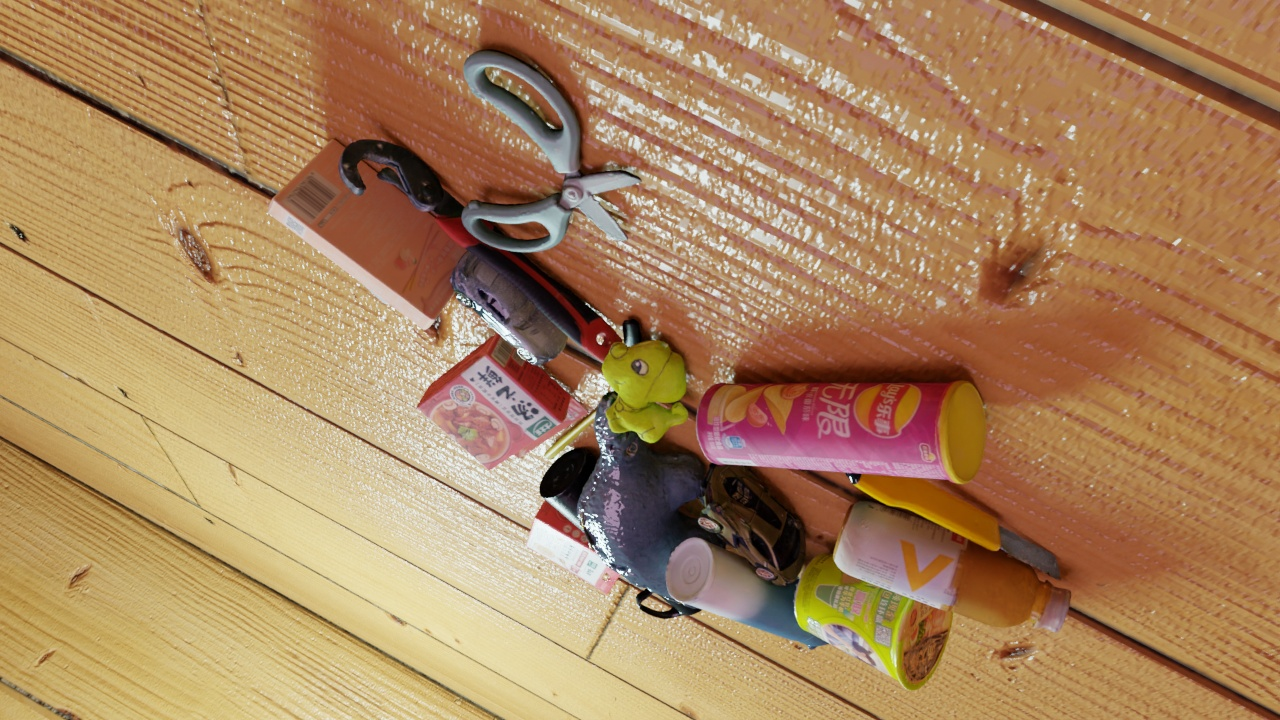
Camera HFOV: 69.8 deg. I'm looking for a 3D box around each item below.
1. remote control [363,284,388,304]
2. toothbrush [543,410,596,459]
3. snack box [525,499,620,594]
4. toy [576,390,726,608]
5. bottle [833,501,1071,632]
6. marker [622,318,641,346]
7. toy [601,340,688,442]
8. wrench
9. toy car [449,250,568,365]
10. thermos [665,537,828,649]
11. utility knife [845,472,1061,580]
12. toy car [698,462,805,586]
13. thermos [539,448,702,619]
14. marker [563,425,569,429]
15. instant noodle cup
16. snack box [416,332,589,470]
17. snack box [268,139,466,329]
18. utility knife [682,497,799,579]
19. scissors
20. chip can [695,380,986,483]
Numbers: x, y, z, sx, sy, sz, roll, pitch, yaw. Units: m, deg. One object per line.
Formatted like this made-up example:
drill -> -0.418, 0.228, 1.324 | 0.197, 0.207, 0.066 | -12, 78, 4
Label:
remote control -> -0.224, -0.085, 0.859 | 0.136, 0.020, 0.056 | -12, 130, 48
toothbrush -> -0.063, 0.075, 0.954 | 0.016, 0.015, 0.191 | 48, 147, -1
snack box -> -0.077, 0.233, 1.166 | 0.127, 0.044, 0.113 | 30, 148, 3
toy -> 0.012, 0.164, 0.933 | 0.138, 0.091, 0.356 | -13, 127, 22
bottle -> 0.263, 0.179, 0.784 | 0.190, 0.067, 0.068 | 18, 147, 19
marker -> -0.005, 0.005, 0.809 | 0.018, 0.015, 0.124 | 15, 146, 15
toy -> 0.006, 0.024, 0.789 | 0.096, 0.031, 0.100 | 19, 119, -21
wrench -> -0.121, -0.087, 0.748 | 0.273, 0.056, 0.016 | 37, 151, -18
toy car -> -0.108, -0.048, 0.783 | 0.037, 0.054, 0.120 | -10, 131, 49
thermos -> 0.124, 0.239, 0.933 | 0.220, 0.070, 0.070 | 27, 155, -34
utility knife -> 0.252, 0.127, 0.739 | 0.216, 0.033, 0.015 | 28, 159, -9
toy car -> 0.112, 0.154, 0.876 | 0.042, 0.070, 0.158 | -15, 130, 46
thermos -> -0.016, 0.208, 1.039 | 0.242, 0.090, 0.068 | 47, 177, -24
marker -> -0.124, 0.073, 1.005 | 0.146, 0.017, 0.017 | -12, 130, 48
instant noodle cup -> 0.218, 0.239, 0.881 | 0.124, 0.111, 0.112 | 11, 145, 42
snack box -> -0.137, 0.050, 0.917 | 0.113, 0.044, 0.127 | -34, 113, 30
snack box -> -0.218, -0.105, 0.764 | 0.157, 0.084, 0.026 | 39, 145, -13
utility knife -> 0.093, 0.183, 0.978 | 0.204, 0.021, 0.031 | 41, 149, -4
scissors -> -0.088, -0.137, 0.665 | 0.170, 0.019, 0.171 | -16, 129, 40
chip can -> 0.145, 0.050, 0.698 | 0.211, 0.071, 0.071 | -1, 137, 41
